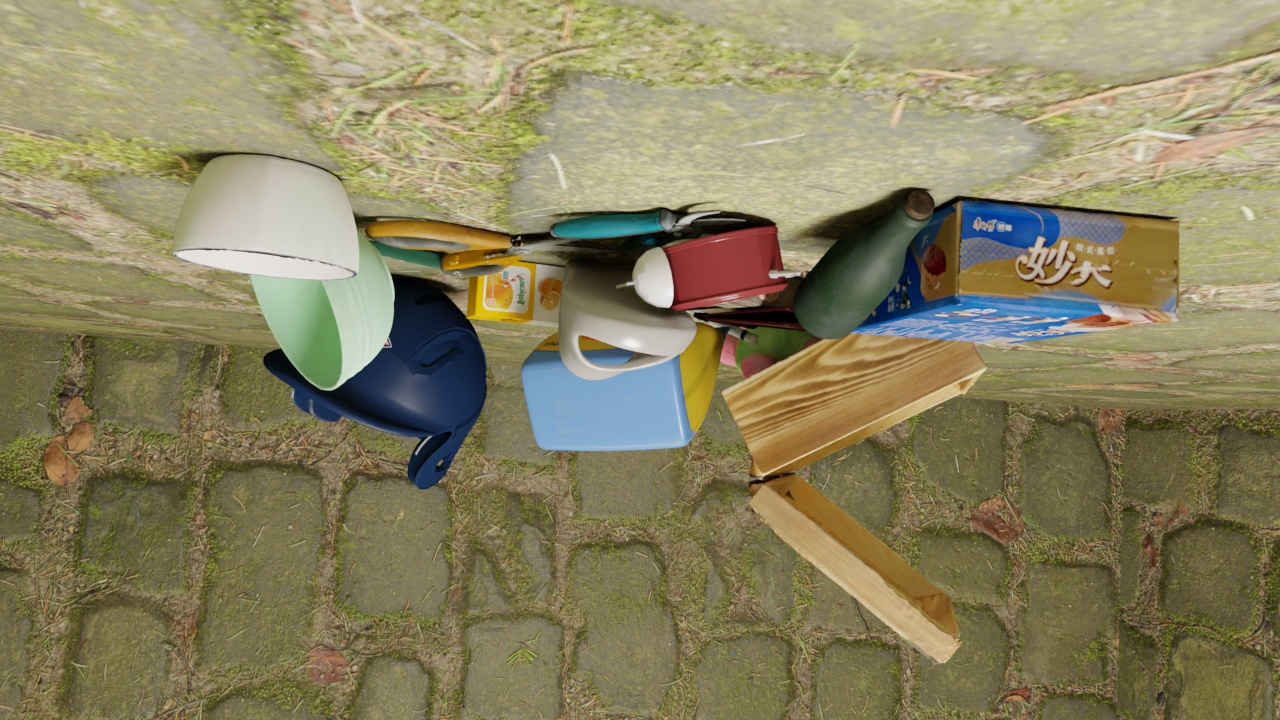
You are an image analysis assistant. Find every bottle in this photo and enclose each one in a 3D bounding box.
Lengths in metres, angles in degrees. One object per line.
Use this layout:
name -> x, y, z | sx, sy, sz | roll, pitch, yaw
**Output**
bottle -> 0.158, -0.069, 0.638 | 0.055, 0.055, 0.174 | 4, 161, -8

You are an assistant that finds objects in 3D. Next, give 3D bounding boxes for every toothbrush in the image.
toothbrush -> 0.084, -0.046, 1.034 | 0.017, 0.012, 0.187 | -11, -160, -21
toothbrush -> -0.245, -0.103, 0.844 | 0.017, 0.016, 0.189 | -3, 173, 41

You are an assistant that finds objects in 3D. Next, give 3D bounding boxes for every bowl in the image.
bowl -> -0.247, -0.095, 0.615 | 0.116, 0.065, 0.116 | 4, 176, 0
bowl -> -0.253, -0.058, 0.751 | 0.076, 0.151, 0.151 | -29, -162, -38

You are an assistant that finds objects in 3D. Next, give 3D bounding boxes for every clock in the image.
clock -> 0.051, -0.066, 0.693 | 0.138, 0.048, 0.096 | -11, -178, 12

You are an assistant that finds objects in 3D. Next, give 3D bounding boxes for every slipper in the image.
slipper -> -0.026, -0.027, 0.784 | 0.113, 0.081, 0.265 | 14, -167, -13

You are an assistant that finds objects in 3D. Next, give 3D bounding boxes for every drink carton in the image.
drink carton -> -0.110, -0.067, 0.933 | 0.122, 0.058, 0.040 | 5, 176, -23

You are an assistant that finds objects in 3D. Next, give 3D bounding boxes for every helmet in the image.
helmet -> -0.302, 0.013, 1.077 | 0.232, 0.223, 0.271 | 28, -164, 23

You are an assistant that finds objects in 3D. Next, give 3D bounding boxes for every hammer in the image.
hammer -> 0.013, -0.068, 0.972 | 0.157, 0.037, 0.302 | 7, 174, -43

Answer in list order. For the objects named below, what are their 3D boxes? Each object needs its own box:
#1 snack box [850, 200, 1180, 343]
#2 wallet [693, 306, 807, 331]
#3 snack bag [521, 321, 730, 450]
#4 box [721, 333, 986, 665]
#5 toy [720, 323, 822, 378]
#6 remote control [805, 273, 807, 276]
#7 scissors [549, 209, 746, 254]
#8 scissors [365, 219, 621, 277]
snack box -> 0.259, -0.057, 0.677 | 0.155, 0.069, 0.203 | 4, 176, -7
wallet -> 0.124, -0.038, 0.906 | 0.091, 0.018, 0.116 | 7, 177, -43
snack bag -> -0.005, 0.005, 0.920 | 0.159, 0.102, 0.204 | -3, -160, 20
box -> 0.247, 0.141, 0.961 | 0.284, 0.323, 0.279 | -26, 170, 13
toy -> 0.187, -0.019, 1.167 | 0.192, 0.097, 0.236 | -11, -176, 11
remote control -> 0.221, -0.077, 0.839 | 0.140, 0.009, 0.030 | 1, 175, 37
scissors -> -0.001, -0.098, 0.685 | 0.124, 0.019, 0.154 | 3, 174, -18
scissors -> -0.128, -0.099, 0.789 | 0.226, 0.016, 0.216 | -5, 171, 40
